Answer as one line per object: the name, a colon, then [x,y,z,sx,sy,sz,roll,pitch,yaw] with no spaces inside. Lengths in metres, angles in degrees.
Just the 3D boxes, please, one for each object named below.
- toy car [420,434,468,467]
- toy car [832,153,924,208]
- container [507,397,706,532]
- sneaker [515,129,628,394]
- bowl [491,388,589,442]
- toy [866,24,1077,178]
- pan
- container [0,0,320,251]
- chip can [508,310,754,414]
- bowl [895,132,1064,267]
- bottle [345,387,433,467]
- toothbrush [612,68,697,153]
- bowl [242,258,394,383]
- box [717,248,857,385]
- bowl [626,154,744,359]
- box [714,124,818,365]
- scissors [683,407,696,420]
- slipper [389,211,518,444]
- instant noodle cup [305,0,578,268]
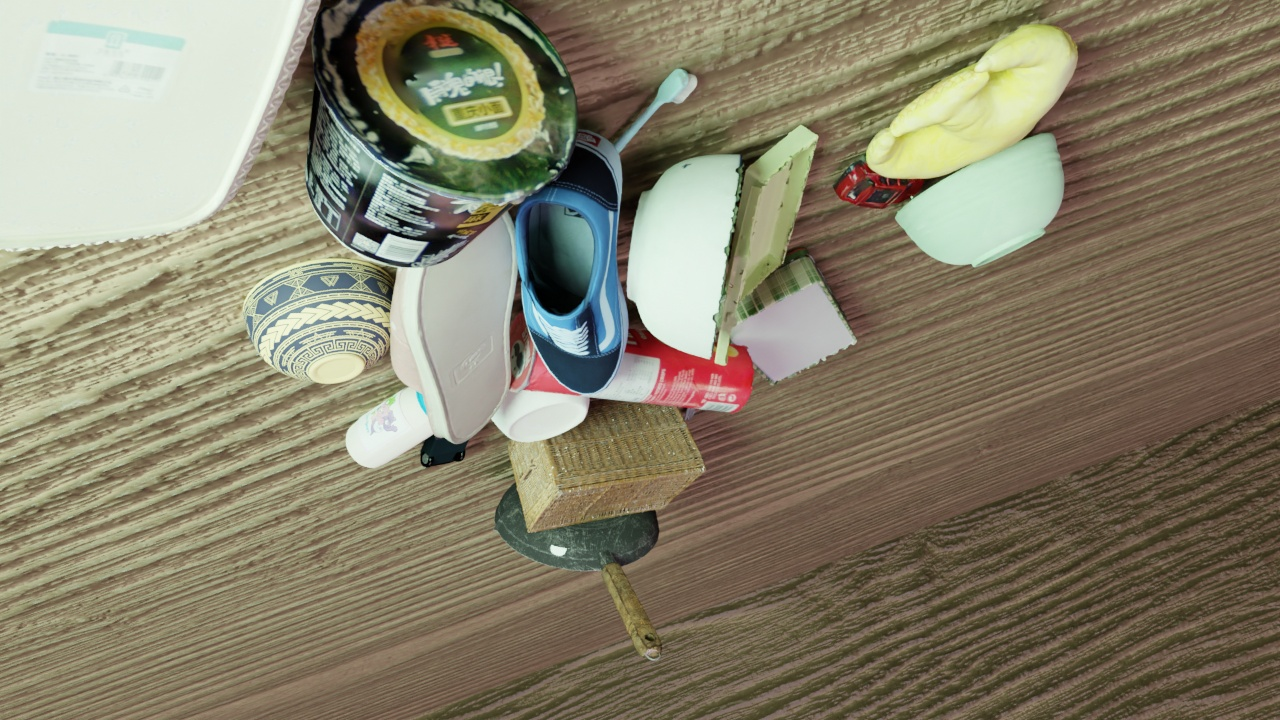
toy car: [-0.200,0.076,0.948,0.046,0.034,0.112,-8,152,-28]
toy car: [0.209,-0.153,0.795,0.091,0.036,0.042,-9,153,-38]
container: [-0.044,0.112,1.051,0.198,0.112,0.114,-6,152,-29]
sneaker: [-0.059,-0.042,0.668,0.083,0.098,0.242,14,138,9]
bowl: [-0.100,0.032,0.897,0.116,0.065,0.116,-17,155,-8]
toy: [0.257,-0.192,0.708,0.154,0.064,0.171,-8,160,-44]
pan: [-0.047,0.215,1.057,0.207,0.357,0.040,-2,113,-23]
container: [-0.213,-0.152,0.326,0.184,0.143,0.247,-16,159,-44]
chip can: [-0.005,0.005,0.852,0.232,0.073,0.073,7,145,-28]
bowl: [0.314,-0.133,0.825,0.151,0.077,0.151,-24,172,-4]
bottle: [-0.213,0.051,0.864,0.146,0.051,0.051,-31,154,21]
toothbrush: [-0.025,-0.141,0.654,0.181,0.016,0.016,-39,159,34]
bowl: [-0.233,-0.019,0.688,0.112,0.061,0.113,-17,156,-8]
box: [0.154,-0.041,0.969,0.118,0.049,0.205,-30,155,14]
bowl: [0.031,-0.081,0.688,0.073,0.153,0.154,8,155,4]
box: [0.092,-0.090,0.762,0.044,0.141,0.188,23,158,10]
scissors: [0.064,0.034,1.096,0.094,0.014,0.171,-3,148,-37]
slipper: [-0.144,-0.029,0.700,0.113,0.054,0.275,-45,159,-32]
instant noodle cup: [-0.119,-0.119,0.497,0.137,0.137,0.113,-4,160,-34]
